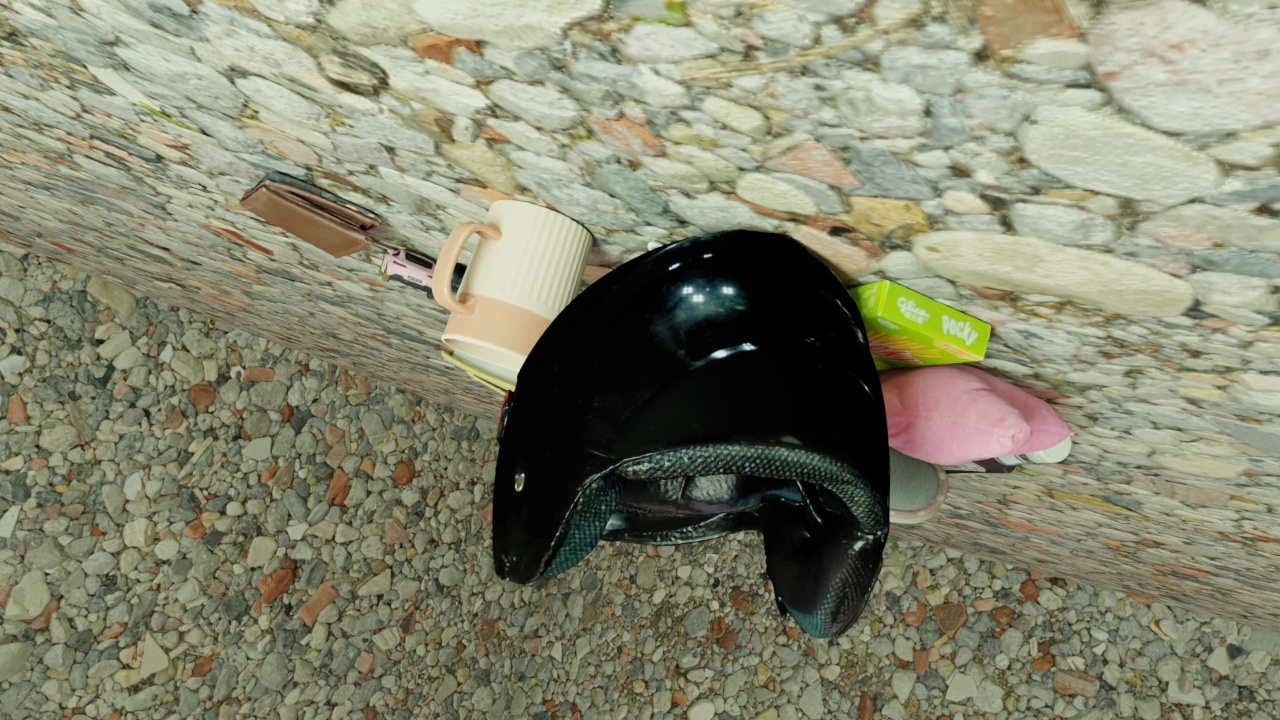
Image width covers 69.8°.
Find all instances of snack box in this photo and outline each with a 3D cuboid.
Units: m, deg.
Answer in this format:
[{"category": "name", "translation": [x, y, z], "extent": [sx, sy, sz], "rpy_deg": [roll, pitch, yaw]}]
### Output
[{"category": "snack box", "translation": [0.158, -0.020, 0.646], "extent": [0.085, 0.026, 0.157], "rpy_deg": [20, 170, -19]}]

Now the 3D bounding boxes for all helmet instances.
[{"category": "helmet", "translation": [0.030, 0.048, 0.587], "extent": [0.233, 0.229, 0.275], "rpy_deg": [19, 160, -23]}]

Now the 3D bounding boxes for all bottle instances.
[{"category": "bottle", "translation": [0.324, 0.079, 0.867], "extent": [0.080, 0.044, 0.195], "rpy_deg": [26, 167, -11]}]

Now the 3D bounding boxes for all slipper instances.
[{"category": "slipper", "translation": [0.170, 0.080, 0.916], "extent": [0.274, 0.113, 0.054], "rpy_deg": [22, 143, 23]}]

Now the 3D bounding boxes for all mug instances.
[{"category": "mug", "translation": [-0.095, -0.055, 0.646], "extent": [0.082, 0.105, 0.114], "rpy_deg": [9, 167, 39]}]

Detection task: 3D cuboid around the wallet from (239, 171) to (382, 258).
[{"category": "wallet", "translation": [-0.295, -0.129, 0.812], "extent": [0.101, 0.032, 0.125], "rpy_deg": [26, 167, -30]}]

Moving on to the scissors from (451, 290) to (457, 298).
[{"category": "scissors", "translation": [-0.153, -0.037, 1.031], "extent": [0.170, 0.019, 0.171], "rpy_deg": [26, 173, 19]}]

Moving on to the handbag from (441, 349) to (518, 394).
[{"category": "handbag", "translation": [-0.114, 0.020, 1.010], "extent": [0.163, 0.063, 0.178], "rpy_deg": [22, 174, 37]}]

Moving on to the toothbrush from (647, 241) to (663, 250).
[{"category": "toothbrush", "translation": [0.058, -0.048, 0.688], "extent": [0.016, 0.016, 0.180], "rpy_deg": [6, 166, 39]}]

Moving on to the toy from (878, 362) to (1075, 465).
[{"category": "toy", "translation": [0.231, 0.040, 0.669], "extent": [0.178, 0.074, 0.194], "rpy_deg": [6, -174, 4]}]

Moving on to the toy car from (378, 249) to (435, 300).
[{"category": "toy car", "translation": [-0.226, -0.088, 0.903], "extent": [0.056, 0.037, 0.122], "rpy_deg": [24, -179, -21]}]

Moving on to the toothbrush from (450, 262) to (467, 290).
[{"category": "toothbrush", "translation": [-0.085, -0.049, 0.906], "extent": [0.212, 0.026, 0.027], "rpy_deg": [19, 145, -14]}]

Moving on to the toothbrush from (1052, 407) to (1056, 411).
[{"category": "toothbrush", "translation": [0.281, 0.044, 0.811], "extent": [0.016, 0.018, 0.192], "rpy_deg": [24, 168, -28]}]
